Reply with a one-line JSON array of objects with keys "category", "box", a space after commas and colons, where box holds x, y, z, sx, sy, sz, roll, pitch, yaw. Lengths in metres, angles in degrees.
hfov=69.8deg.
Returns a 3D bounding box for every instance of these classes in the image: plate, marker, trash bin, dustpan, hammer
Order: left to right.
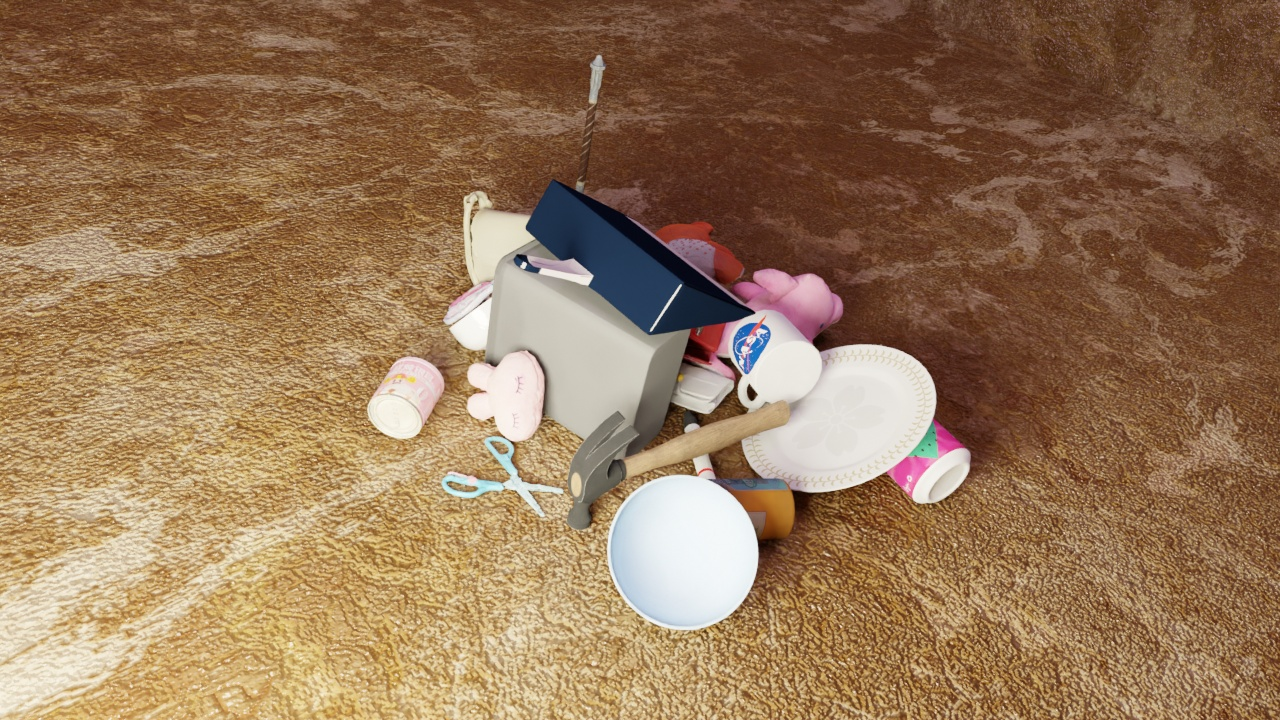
[{"category": "trash bin", "box": [-0.070, -0.012, 1.100, 0.220, 0.192, 0.097, 31, 41, 20]}, {"category": "hammer", "box": [-0.082, -0.282, 1.325, 0.098, 0.323, 0.044, 1, 39, -14]}, {"category": "dustpan", "box": [-0.032, -0.110, 1.046, 0.236, 0.080, 0.272, 42, 15, 32]}, {"category": "hammer", "box": [0.055, 0.094, 1.049, 0.304, 0.133, 0.040, -16, 45, -33]}, {"category": "marker", "box": [0.071, 0.109, 1.123, 0.019, 0.019, 0.145, 2, 39, -14]}, {"category": "plate", "box": [0.241, 0.070, 1.128, 0.243, 0.016, 0.242, -20, 36, 15]}]

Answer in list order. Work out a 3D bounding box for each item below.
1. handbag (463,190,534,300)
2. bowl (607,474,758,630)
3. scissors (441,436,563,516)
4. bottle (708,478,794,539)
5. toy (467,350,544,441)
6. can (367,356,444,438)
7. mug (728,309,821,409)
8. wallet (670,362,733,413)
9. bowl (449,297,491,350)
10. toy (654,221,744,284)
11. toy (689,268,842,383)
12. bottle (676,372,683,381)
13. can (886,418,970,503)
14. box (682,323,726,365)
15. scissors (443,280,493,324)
[{"category": "handbag", "box": [-0.125, -0.139, 1.265, 0.229, 0.184, 0.131, 13, 32, 29]}, {"category": "bowl", "box": [0.041, 0.197, 0.938, 0.150, 0.075, 0.150, 0, 76, -2]}, {"category": "scissors", "box": [-0.154, 0.128, 1.047, 0.136, 0.015, 0.125, 12, 38, -10]}, {"category": "bottle", "box": [0.087, 0.165, 1.017, 0.157, 0.068, 0.067, 1, 39, -14]}, {"category": "toy", "box": [-0.161, 0.040, 1.088, 0.105, 0.108, 0.053, 6, 13, 29]}, {"category": "can", "box": [-0.273, 0.042, 1.073, 0.067, 0.067, 0.076, 14, 39, 3]}, {"category": "mug", "box": [0.164, 0.008, 1.182, 0.091, 0.121, 0.090, 19, 21, -28]}, {"category": "wallet", "box": [0.056, 0.026, 1.202, 0.116, 0.032, 0.086, 15, 31, 21]}, {"category": "bowl", "box": [-0.192, -0.052, 1.196, 0.054, 0.105, 0.104, 53, 42, -7]}, {"category": "toy", "box": [0.061, -0.147, 1.375, 0.164, 0.093, 0.172, -20, 30, 3]}, {"category": "toy", "box": [0.176, -0.068, 1.288, 0.265, 0.128, 0.186, -19, 53, -19]}, {"category": "bottle", "box": [-0.007, 0.007, 1.165, 0.146, 0.051, 0.051, 14, 34, 33]}, {"category": "can", "box": [0.328, 0.097, 1.152, 0.088, 0.088, 0.166, -14, 45, -29]}, {"category": "box", "box": [0.019, -0.047, 1.190, 0.129, 0.086, 0.158, 13, -6, 32]}, {"category": "scissors", "box": [-0.195, -0.099, 1.222, 0.174, 0.017, 0.076, -27, 26, 24]}]
